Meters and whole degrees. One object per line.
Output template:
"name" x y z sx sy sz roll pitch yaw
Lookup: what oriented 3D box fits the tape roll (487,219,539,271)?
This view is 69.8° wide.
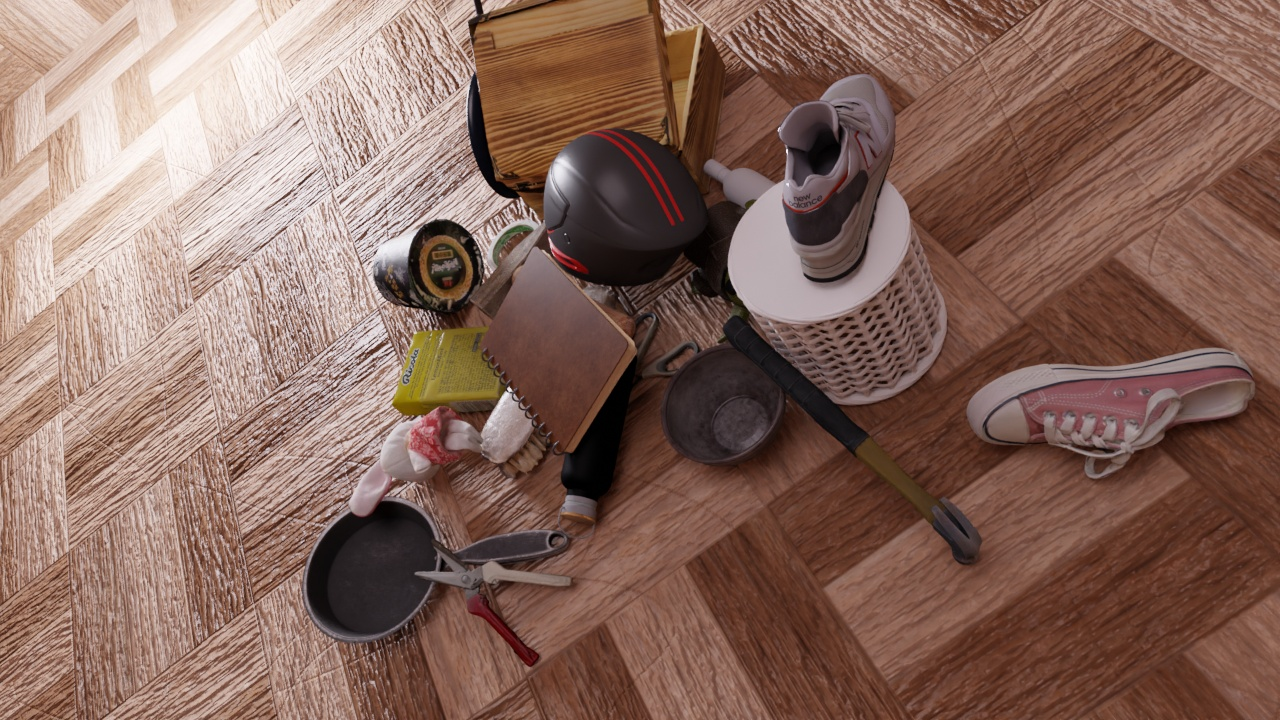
"tape roll" -0.181 -0.163 1.348 0.094 0.018 0.093 -14 57 22

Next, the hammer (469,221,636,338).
"hammer" -0.097 -0.084 1.176 0.158 0.037 0.301 -50 40 -7

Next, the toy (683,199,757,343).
"toy" 0.114 -0.125 1.114 0.180 0.078 0.152 -55 46 22

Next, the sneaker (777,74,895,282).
"sneaker" 0.180 -0.203 0.859 0.089 0.124 0.239 -1 63 28

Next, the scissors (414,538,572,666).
"scissors" -0.166 0.270 1.066 0.179 0.015 0.194 -27 68 6

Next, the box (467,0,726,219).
"box" -0.068 -0.352 1.244 0.280 0.263 0.269 -3 64 26

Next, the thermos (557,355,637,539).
"thermos" -0.055 0.098 1.096 0.061 0.061 0.231 1 68 29

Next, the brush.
"brush" -0.110 0.024 1.176 0.083 0.056 0.271 22 74 41

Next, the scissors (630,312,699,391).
"scissors" 0.003 0.009 1.150 0.169 0.012 0.157 -12 58 24

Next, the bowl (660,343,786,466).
"bowl" 0.102 0.059 1.031 0.145 0.067 0.144 -14 58 22

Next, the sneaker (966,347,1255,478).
"sneaker" 0.426 0.052 0.831 0.241 0.118 0.087 -11 41 17

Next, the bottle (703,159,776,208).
"bottle" 0.149 -0.208 1.166 0.052 0.052 0.195 -46 52 -2

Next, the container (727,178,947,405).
"container" 0.211 -0.075 0.970 0.190 0.187 0.189 -14 57 22

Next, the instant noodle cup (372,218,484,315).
"instant noodle cup" -0.316 -0.132 1.342 0.112 0.137 0.137 -1 63 40

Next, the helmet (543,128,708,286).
"helmet" -0.027 -0.191 1.107 0.164 0.170 0.265 -26 42 -26

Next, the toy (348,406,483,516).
"toy" -0.281 0.116 1.176 0.195 0.084 0.158 -24 24 31

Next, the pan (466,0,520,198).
"pan" -0.208 -0.409 1.311 0.021 0.357 0.198 -3 22 21

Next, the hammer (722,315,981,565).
"hammer" 0.199 0.067 0.903 0.025 0.118 0.333 -44 62 -2

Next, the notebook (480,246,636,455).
"notebook" -0.108 -0.013 1.104 0.225 0.024 0.168 47 113 39

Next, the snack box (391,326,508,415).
"snack box" -0.246 0.014 1.268 0.181 0.045 0.121 -4 60 24

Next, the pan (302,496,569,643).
"pan" -0.253 0.248 1.134 0.357 0.055 0.187 -8 58 11
